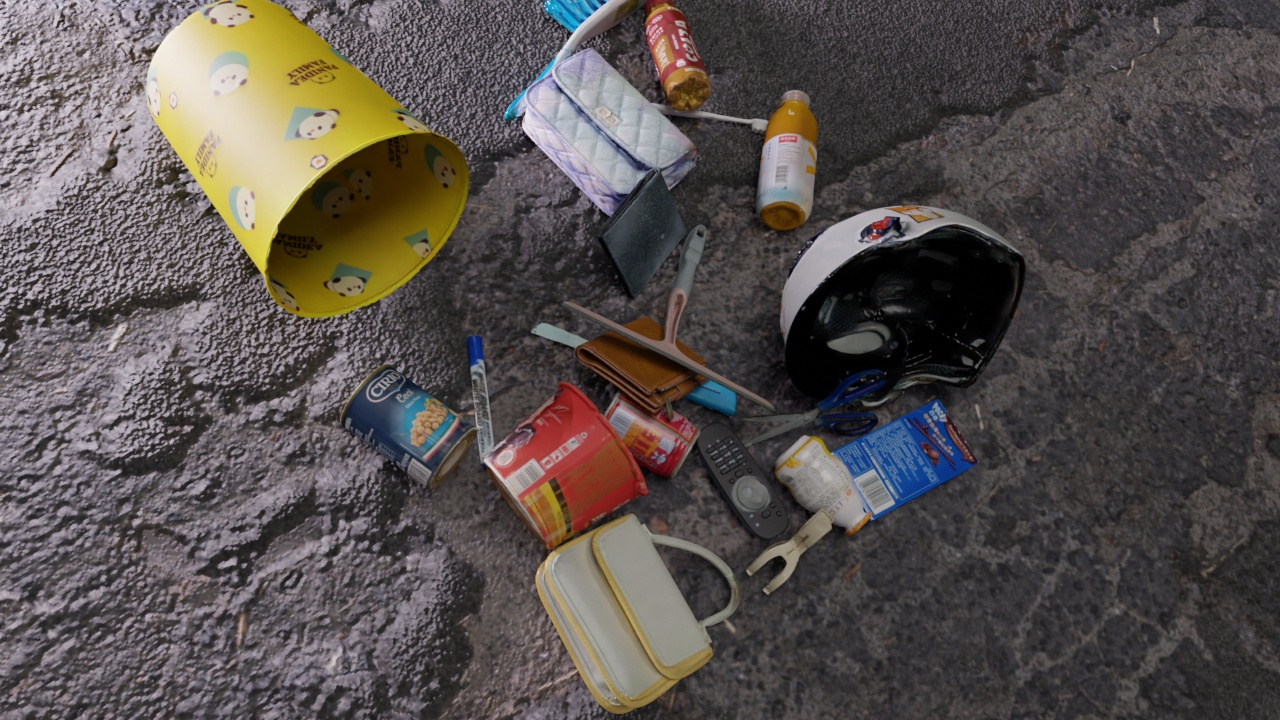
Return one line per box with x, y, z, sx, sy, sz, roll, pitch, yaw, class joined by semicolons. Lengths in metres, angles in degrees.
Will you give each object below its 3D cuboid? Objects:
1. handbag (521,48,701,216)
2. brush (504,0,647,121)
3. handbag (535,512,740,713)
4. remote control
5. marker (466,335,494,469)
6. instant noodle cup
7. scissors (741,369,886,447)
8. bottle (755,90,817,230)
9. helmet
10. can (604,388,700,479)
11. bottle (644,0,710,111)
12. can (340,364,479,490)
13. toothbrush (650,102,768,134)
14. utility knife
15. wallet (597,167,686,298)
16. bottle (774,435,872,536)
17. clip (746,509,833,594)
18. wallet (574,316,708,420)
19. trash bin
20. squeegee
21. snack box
-0.038;-0.271;1.091;0.194;0.076;0.134;45;64;9;handbag
-0.087;-0.421;1.167;0.313;0.061;0.109;-41;83;-23;brush
0.009;0.225;0.879;0.178;0.063;0.163;-25;76;-26;handbag
0.104;0.127;0.965;0.053;0.024;0.136;-27;75;-24;remote control
-0.165;0.042;0.950;0.017;0.017;0.145;-5;66;-15;marker
-0.078;0.104;0.879;0.108;0.138;0.138;-35;77;-16;instant noodle cup
0.193;0.055;0.983;0.162;0.165;0.012;18;36;-34;scissors
0.184;-0.252;1.135;0.068;0.068;0.189;13;63;-6;bottle
0.266;-0.076;1.004;0.274;0.230;0.156;-10;40;-7;helmet
0.007;0.074;0.944;0.094;0.067;0.066;31;63;3;can
0.042;-0.397;1.171;0.057;0.058;0.174;-5;58;-15;bottle
-0.223;0.065;0.893;0.111;0.075;0.075;35;63;5;can
0.078;-0.309;1.169;0.180;0.016;0.016;6;70;-10;toothbrush
-0.006;0.006;1.002;0.238;0.018;0.034;20;63;-1;utility knife
0.004;-0.143;1.037;0.019;0.097;0.120;14;56;39;wallet
0.192;0.132;0.960;0.063;0.063;0.108;-37;79;-25;bottle
0.153;0.190;0.918;0.100;0.071;0.034;-43;79;8;clip
0.013;0.004;0.956;0.119;0.035;0.130;39;31;16;wallet
-0.342;-0.210;0.923;0.229;0.230;0.255;-37;72;-25;trash bin
0.046;-0.070;1.015;0.247;0.040;0.248;26;43;-10;squeegee
0.288;0.111;1.011;0.157;0.026;0.084;-22;72;-21;snack box
